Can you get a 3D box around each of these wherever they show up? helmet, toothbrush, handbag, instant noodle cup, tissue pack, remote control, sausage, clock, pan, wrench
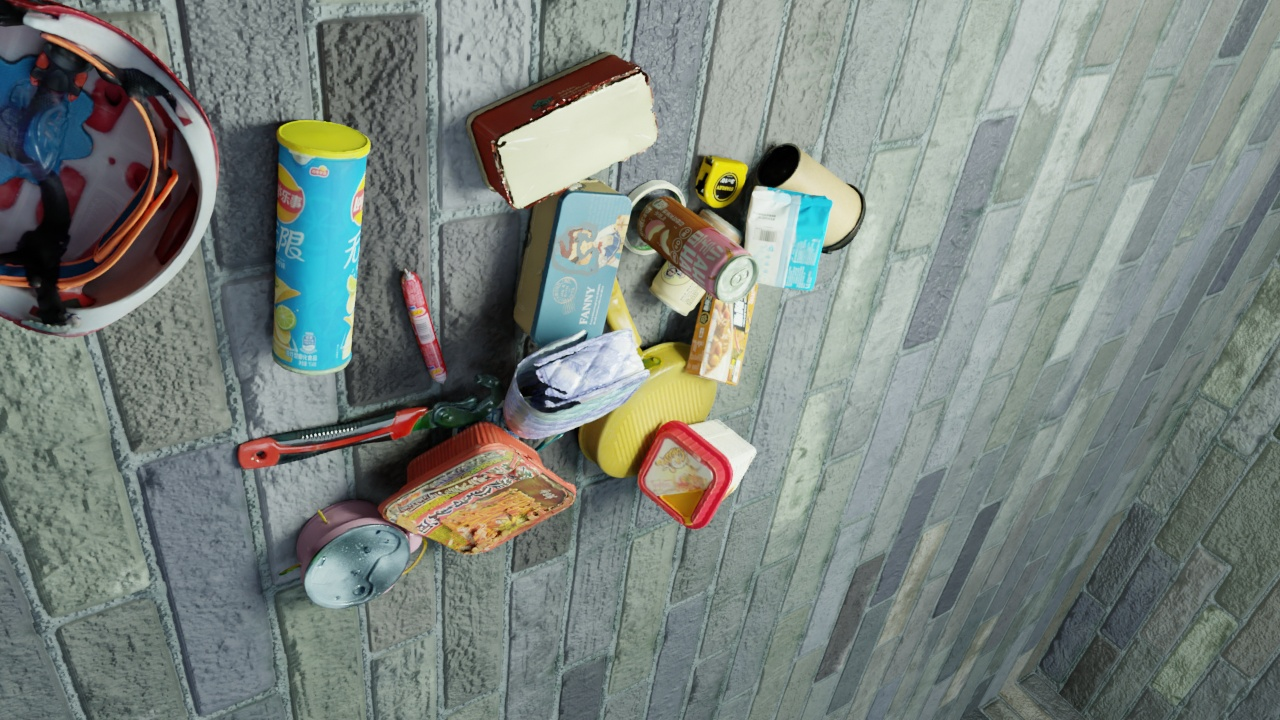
[{"bbox_3d":[-0.404,-0.142,0.587,0.239,0.144,0.207,24,106,-33],"label":"helmet"},{"bbox_3d":[-0.091,0.082,1.090,0.192,0.016,0.018,-40,153,22],"label":"toothbrush"},{"bbox_3d":[-0.074,0.026,0.956,0.134,0.075,0.194,-21,171,-17],"label":"handbag"},{"bbox_3d":[-0.179,0.141,1.027,0.165,0.079,0.189,-28,144,12],"label":"instant noodle cup"},{"bbox_3d":[0.079,0.137,1.184,0.124,0.116,0.117,-16,138,-53],"label":"instant noodle cup"},{"bbox_3d":[0.167,-0.141,1.060,0.140,0.090,0.063,87,15,-57],"label":"tissue pack"},{"bbox_3d":[-0.156,0.066,1.054,0.124,0.024,0.049,-6,126,-36],"label":"remote control"},{"bbox_3d":[-0.218,-0.031,0.925,0.020,0.020,0.156,-27,137,-21],"label":"sausage"},{"bbox_3d":[-0.307,0.214,1.023,0.158,0.060,0.117,21,107,-46],"label":"clock"},{"bbox_3d":[-0.007,0.007,1.116,0.197,0.078,0.358,-33,145,-18],"label":"pan"},{"bbox_3d":[-0.270,0.067,0.948,0.272,0.016,0.056,-15,126,-23],"label":"wrench"}]

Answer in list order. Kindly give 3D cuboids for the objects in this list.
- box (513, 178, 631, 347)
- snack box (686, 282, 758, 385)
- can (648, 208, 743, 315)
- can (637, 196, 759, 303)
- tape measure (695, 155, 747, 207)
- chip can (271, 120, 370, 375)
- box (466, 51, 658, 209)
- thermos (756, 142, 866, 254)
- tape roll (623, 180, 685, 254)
[{"bbox_3d":[-0.074,-0.096,0.951,0.089,0.060,0.184,-6,118,-35],"label":"box"},{"bbox_3d":[0.104,-0.051,1.129,0.075,0.026,0.153,15,86,-45],"label":"snack box"},{"bbox_3d":[0.064,-0.114,1.064,0.058,0.058,0.116,24,105,-48],"label":"can"},{"bbox_3d":[0.058,-0.118,0.963,0.057,0.147,0.058,-22,134,-25],"label":"can"},{"bbox_3d":[0.088,-0.203,1.034,0.059,0.029,0.057,-3,123,-39],"label":"tape measure"},{"bbox_3d":[-0.276,-0.092,0.785,0.071,0.071,0.211,-9,128,-35],"label":"chip can"},{"bbox_3d":[-0.066,-0.211,0.861,0.168,0.076,0.091,-30,136,-17],"label":"box"},{"bbox_3d":[0.203,-0.195,1.098,0.143,0.093,0.093,30,101,-41],"label":"thermos"},{"bbox_3d":[0.012,-0.158,1.019,0.085,0.014,0.086,-23,135,-25],"label":"tape roll"}]
